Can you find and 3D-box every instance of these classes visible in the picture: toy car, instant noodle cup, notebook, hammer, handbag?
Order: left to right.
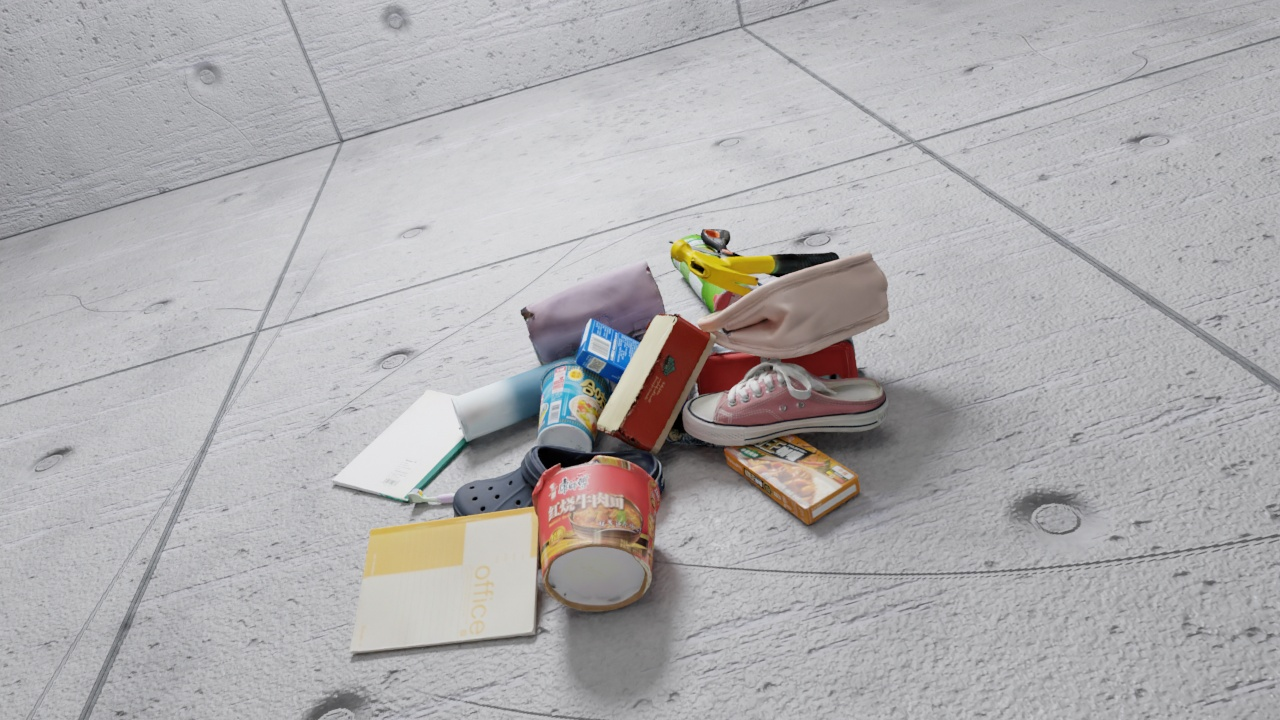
[{"bbox_3d":[-0.310,0.115,1.287,0.151,0.012,0.208,8,39,32],"label":"notebook"},{"bbox_3d":[-0.208,0.236,0.992,0.206,0.010,0.145,-9,54,11],"label":"notebook"},{"bbox_3d":[-0.090,0.072,1.184,0.099,0.099,0.109,-8,38,14],"label":"instant noodle cup"},{"bbox_3d":[-0.068,-0.063,1.341,0.197,0.145,0.098,-20,74,-4],"label":"handbag"},{"bbox_3d":[-0.044,0.184,0.945,0.138,0.138,0.108,-12,40,7],"label":"instant noodle cup"},{"bbox_3d":[0.076,0.087,1.134,0.106,0.031,0.048,4,32,20],"label":"toy car"},{"bbox_3d":[0.188,-0.139,1.332,0.300,0.033,0.129,-8,36,-41],"label":"hammer"},{"bbox_3d":[0.171,-0.061,1.145,0.192,0.093,0.235,-18,6,-34],"label":"handbag"}]

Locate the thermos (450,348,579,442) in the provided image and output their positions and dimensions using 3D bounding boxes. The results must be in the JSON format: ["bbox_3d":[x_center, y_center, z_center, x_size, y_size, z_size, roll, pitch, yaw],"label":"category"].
[{"bbox_3d":[-0.149,0.043,1.271,0.220,0.070,0.070,-21,31,-15],"label":"thermos"}]

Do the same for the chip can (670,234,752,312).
[{"bbox_3d":[0.112,-0.127,1.429,0.072,0.072,0.236,-19,30,-6],"label":"chip can"}]

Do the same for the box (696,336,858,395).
[{"bbox_3d":[0.177,0.017,1.183,0.202,0.095,0.100,-7,-6,13],"label":"box"}]

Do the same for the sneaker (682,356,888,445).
[{"bbox_3d":[0.162,0.038,1.067,0.241,0.088,0.118,-5,30,18],"label":"sneaker"}]

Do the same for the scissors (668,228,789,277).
[{"bbox_3d":[0.141,-0.168,1.420,0.233,0.022,0.220,12,22,-20],"label":"scissors"}]

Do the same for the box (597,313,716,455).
[{"bbox_3d":[0.011,0.023,1.132,0.168,0.077,0.091,-62,20,-7],"label":"box"}]

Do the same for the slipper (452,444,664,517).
[{"bbox_3d":[-0.099,0.148,1.060,0.253,0.095,0.105,-12,28,0],"label":"slipper"}]

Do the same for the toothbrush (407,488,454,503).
[{"bbox_3d":[-0.201,0.165,1.149,0.190,0.029,0.020,-6,74,14],"label":"toothbrush"}]

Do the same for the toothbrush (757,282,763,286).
[{"bbox_3d":[0.214,-0.081,1.366,0.016,0.014,0.189,-42,32,2],"label":"toothbrush"}]

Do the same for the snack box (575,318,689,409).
[{"bbox_3d":[-0.007,0.007,1.218,0.157,0.026,0.084,26,31,-11],"label":"snack box"}]

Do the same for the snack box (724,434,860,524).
[{"bbox_3d":[0.169,0.124,1.037,0.075,0.026,0.154,-28,32,-20],"label":"snack box"}]
